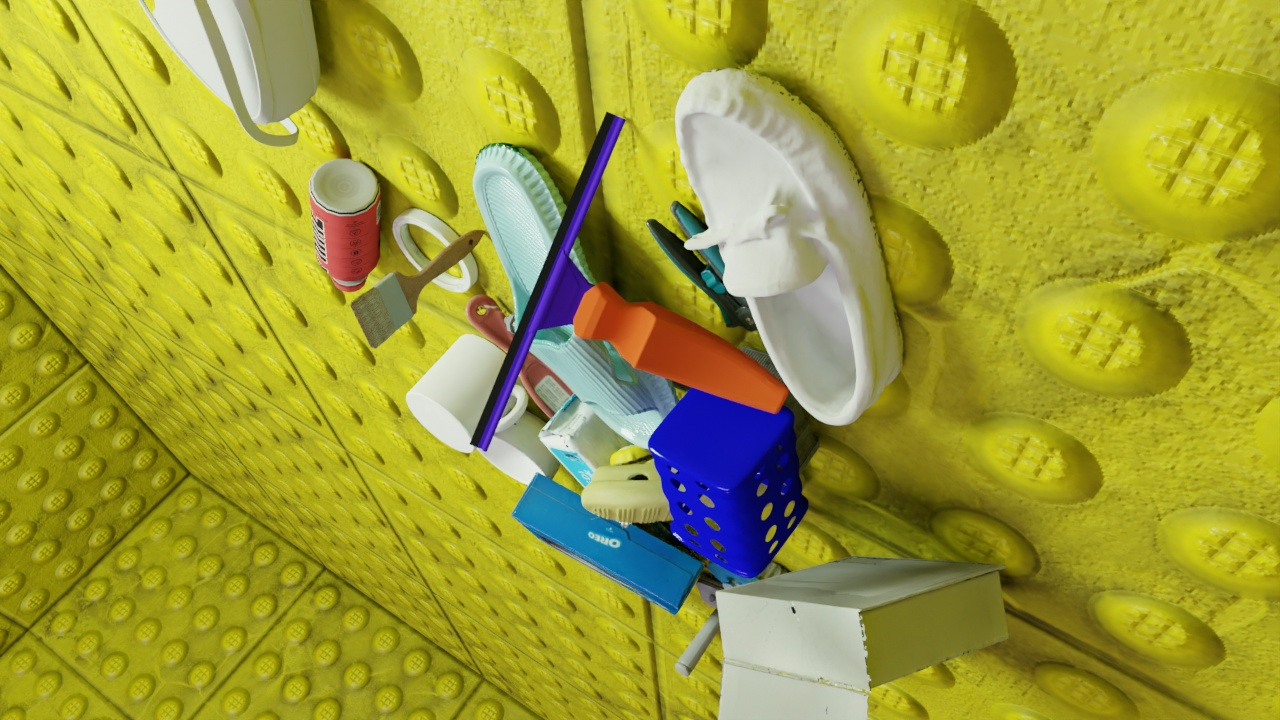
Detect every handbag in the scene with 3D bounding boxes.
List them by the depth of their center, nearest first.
[{"bbox_3d":[-0.351,-0.286,0.703,0.222,0.095,0.216,38,150,11],"label":"handbag"}]

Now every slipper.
[{"bbox_3d":[0.088,-0.060,0.553,0.112,0.074,0.247,-7,128,33],"label":"slipper"},{"bbox_3d":[-0.061,-0.035,0.708,0.116,0.069,0.276,-3,120,57],"label":"slipper"},{"bbox_3d":[0.043,0.093,0.782,0.190,0.081,0.092,-4,166,0],"label":"slipper"}]

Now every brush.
[{"bbox_3d":[-0.178,-0.068,0.761,0.008,0.142,0.045,16,136,34],"label":"brush"},{"bbox_3d":[-0.113,0.003,0.906,0.172,0.041,0.030,51,167,-20],"label":"brush"},{"bbox_3d":[0.126,0.248,0.945,0.136,0.075,0.055,30,150,14],"label":"brush"}]

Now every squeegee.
[{"bbox_3d":[0.014,-0.013,0.626,0.185,0.250,0.055,26,-164,5],"label":"squeegee"}]

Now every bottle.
[{"bbox_3d":[-0.286,-0.121,0.894,0.062,0.062,0.177,37,152,2],"label":"bottle"}]

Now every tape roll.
[{"bbox_3d":[-0.194,-0.103,0.865,0.093,0.013,0.093,28,150,18],"label":"tape roll"}]

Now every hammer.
[{"bbox_3d":[-0.004,0.005,0.781,0.322,0.044,0.098,19,147,36],"label":"hammer"}]

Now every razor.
[{"bbox_3d":[0.078,0.309,1.047,0.088,0.116,0.047,13,138,39],"label":"razor"}]

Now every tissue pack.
[{"bbox_3d":[-0.025,0.082,0.857,0.062,0.092,0.144,1,134,52],"label":"tissue pack"}]

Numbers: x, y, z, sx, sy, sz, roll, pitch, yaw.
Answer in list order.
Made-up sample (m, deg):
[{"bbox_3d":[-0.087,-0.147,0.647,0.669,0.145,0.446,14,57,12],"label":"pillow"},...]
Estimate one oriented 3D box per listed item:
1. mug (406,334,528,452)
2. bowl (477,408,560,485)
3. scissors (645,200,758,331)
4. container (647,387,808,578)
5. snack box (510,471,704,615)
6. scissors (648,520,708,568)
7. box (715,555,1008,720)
[{"bbox_3d":[-0.172,0.039,0.968,0.121,0.089,0.091,18,146,33],"label":"mug"},{"bbox_3d":[-0.135,0.093,1.040,0.105,0.054,0.105,26,154,14],"label":"bowl"},{"bbox_3d":[0.057,-0.051,0.642,0.139,0.019,0.129,20,142,23],"label":"scissors"},{"bbox_3d":[0.065,0.084,0.667,0.085,0.084,0.114,24,148,32],"label":"container"},{"bbox_3d":[-0.032,0.210,1.018,0.195,0.056,0.239,27,165,9],"label":"snack box"},{"bbox_3d":[0.015,0.167,0.998,0.154,0.015,0.209,41,174,41],"label":"scissors"},{"bbox_3d":[0.072,0.309,0.646,0.148,0.504,0.167,51,151,-15],"label":"box"}]
